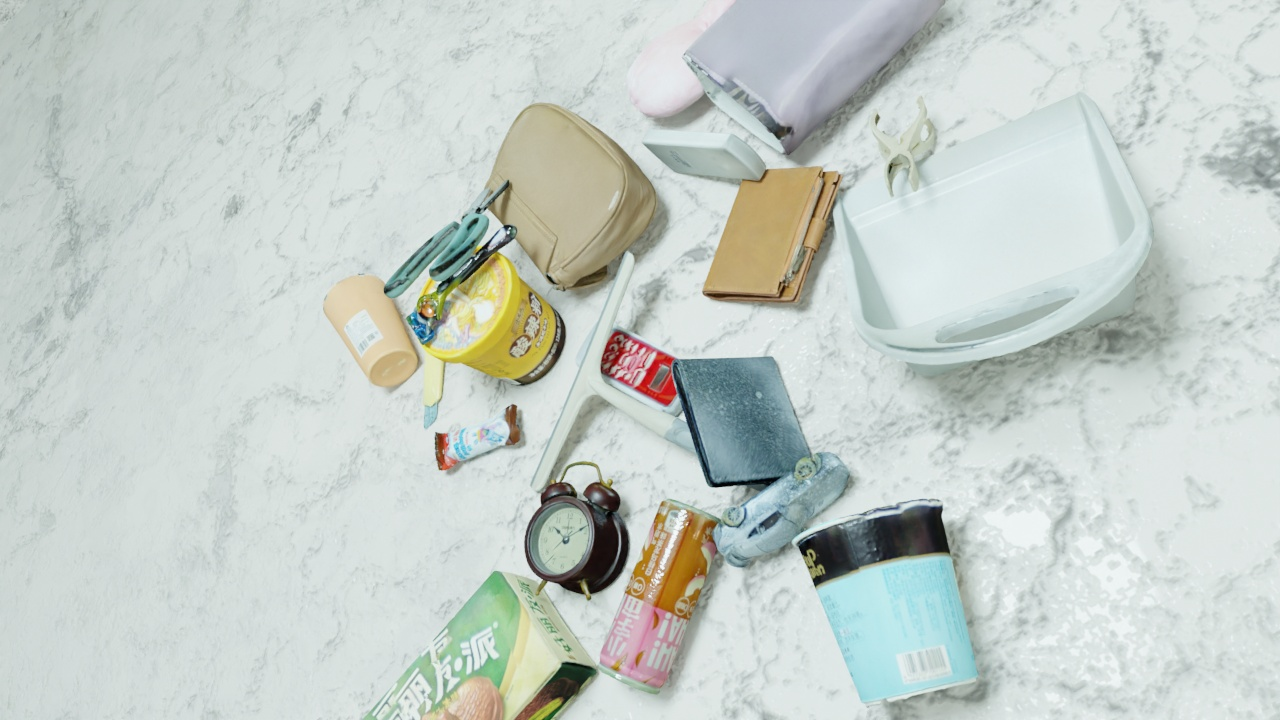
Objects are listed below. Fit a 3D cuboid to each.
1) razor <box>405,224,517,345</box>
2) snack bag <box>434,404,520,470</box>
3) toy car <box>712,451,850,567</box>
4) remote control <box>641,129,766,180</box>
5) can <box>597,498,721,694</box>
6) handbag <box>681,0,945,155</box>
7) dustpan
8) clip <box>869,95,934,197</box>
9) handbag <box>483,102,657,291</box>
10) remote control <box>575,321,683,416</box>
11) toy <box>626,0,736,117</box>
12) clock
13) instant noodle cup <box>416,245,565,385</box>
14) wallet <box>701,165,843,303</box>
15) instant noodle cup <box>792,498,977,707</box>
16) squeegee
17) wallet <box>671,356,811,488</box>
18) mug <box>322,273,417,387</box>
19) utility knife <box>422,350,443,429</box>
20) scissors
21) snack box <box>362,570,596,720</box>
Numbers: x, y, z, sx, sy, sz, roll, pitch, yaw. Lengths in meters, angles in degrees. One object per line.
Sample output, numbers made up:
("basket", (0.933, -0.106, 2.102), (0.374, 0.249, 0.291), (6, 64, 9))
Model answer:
("razor", (-0.170, -0.078, 0.868), (0.143, 0.022, 0.042), (-44, 55, 7))
("snack bag", (-0.166, 0.080, 0.936), (0.105, 0.026, 0.045), (-22, 55, 21))
("toy car", (0.112, 0.118, 0.721), (0.121, 0.054, 0.036), (-39, 50, 10))
("remote control", (0.060, -0.199, 0.884), (0.135, 0.056, 0.019), (21, 80, 52))
("can", (0.018, 0.190, 0.746), (0.058, 0.058, 0.147), (15, 77, 36))
("handbag", (0.162, -0.301, 0.857), (0.197, 0.098, 0.145), (-44, 50, 7))
("dustpan", (0.251, -0.097, 0.679), (0.223, 0.142, 0.257), (-21, 60, 23))
("clip", (0.235, -0.187, 0.783), (0.089, 0.035, 0.103), (-25, 40, 12))
("handbag", (-0.074, -0.170, 0.952), (0.148, 0.099, 0.204), (-50, 51, 13))
("remote control", (-0.005, 0.005, 0.871), (0.136, 0.020, 0.056), (28, 86, 38))
("toy", (0.053, -0.321, 0.960), (0.160, 0.054, 0.121), (-41, 42, 12))
("clock", (-0.056, 0.150, 0.814), (0.082, 0.055, 0.121), (-4, 69, 32))
("instant noodle cup", (-0.144, -0.036, 0.920), (0.119, 0.114, 0.118), (-14, 61, 26))
("wallet", (0.118, -0.115, 0.835), (0.108, 0.031, 0.131), (7, 72, 46))
("instant noodle cup", (0.174, 0.170, 0.634), (0.111, 0.111, 0.120), (-23, 67, 22))
("squeegee", (0.024, 0.057, 0.799), (0.247, 0.039, 0.246), (28, 99, 31))
("wallet", (0.085, 0.048, 0.756), (0.019, 0.097, 0.120), (117, 144, -51))
("mug", (-0.305, -0.032, 1.049), (0.078, 0.078, 0.122), (-43, 57, 8))
("utility knife", (-0.233, -0.008, 1.026), (0.031, 0.019, 0.175), (-16, 59, 31))
("scissors", (-0.197, -0.116, 0.916), (0.177, 0.019, 0.174), (-27, 30, 29))
("snack box", (-0.157, 0.310, 0.799), (0.240, 0.063, 0.114), (-48, 51, 5))
